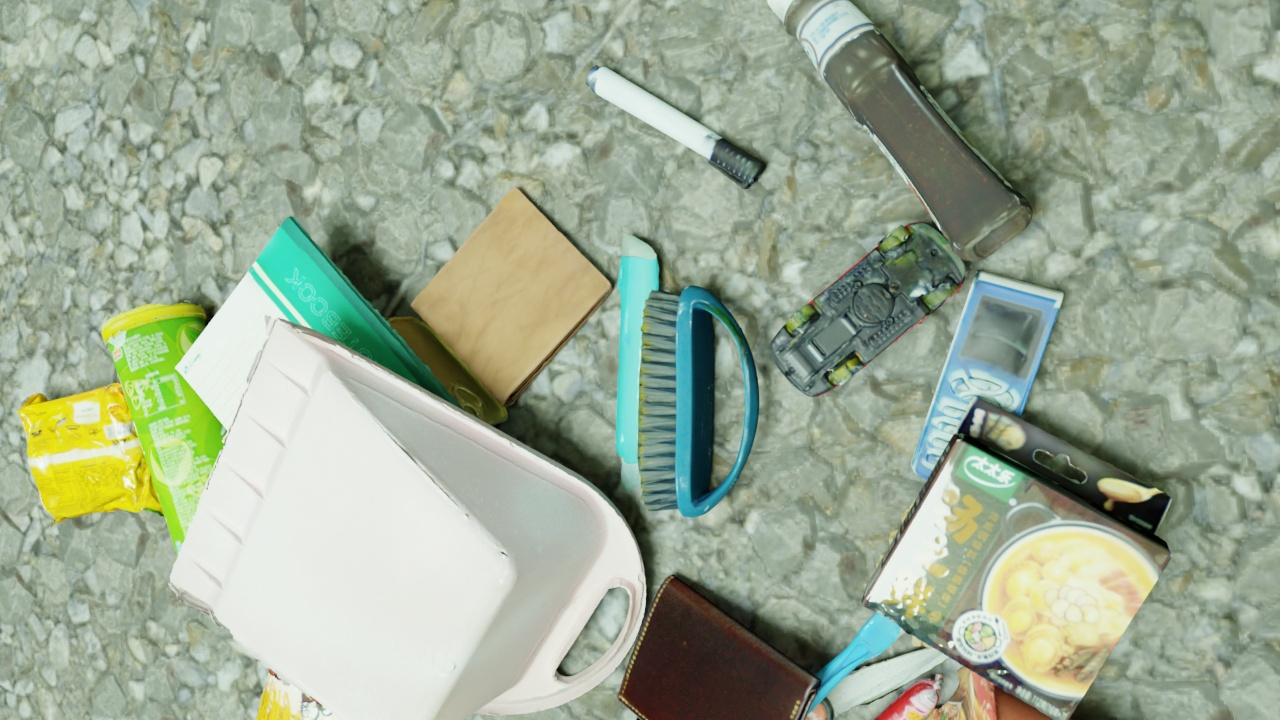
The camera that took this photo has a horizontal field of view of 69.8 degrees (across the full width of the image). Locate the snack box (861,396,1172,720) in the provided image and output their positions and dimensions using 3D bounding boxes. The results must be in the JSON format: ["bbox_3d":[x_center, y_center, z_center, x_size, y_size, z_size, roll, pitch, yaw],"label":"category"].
[{"bbox_3d":[0.197,0.100,0.480,0.113,0.053,0.126,29,99,15],"label":"snack box"}]

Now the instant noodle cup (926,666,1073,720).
[{"bbox_3d":[0.210,0.249,0.485,0.108,0.137,0.138,19,99,8],"label":"instant noodle cup"}]

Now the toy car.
[{"bbox_3d":[0.131,-0.030,0.535,0.121,0.045,0.053,-39,83,10],"label":"toy car"}]

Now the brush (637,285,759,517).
[{"bbox_3d":[0.037,0.026,0.565,0.074,0.055,0.144,1,94,19],"label":"brush"}]

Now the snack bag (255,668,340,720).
[{"bbox_3d":[-0.211,0.207,0.666,0.129,0.073,0.208,20,92,17],"label":"snack bag"}]

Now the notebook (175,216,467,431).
[{"bbox_3d":[-0.211,0.029,0.616,0.209,0.012,0.151,47,109,10],"label":"notebook"}]

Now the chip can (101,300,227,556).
[{"bbox_3d":[-0.330,0.070,0.684,0.073,0.072,0.221,-21,87,19],"label":"chip can"}]

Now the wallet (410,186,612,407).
[{"bbox_3d":[-0.088,-0.043,0.623,0.115,0.020,0.101,-46,78,12],"label":"wallet"}]

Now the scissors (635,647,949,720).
[{"bbox_3d":[0.088,0.213,0.578,0.125,0.021,0.235,43,105,12],"label":"scissors"}]

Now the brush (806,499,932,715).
[{"bbox_3d":[0.126,0.179,0.545,0.083,0.045,0.255,45,104,13],"label":"brush"}]

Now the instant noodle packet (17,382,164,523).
[{"bbox_3d":[-0.433,0.074,0.734,0.129,0.044,0.111,-7,98,23],"label":"instant noodle packet"}]

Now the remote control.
[{"bbox_3d":[0.197,0.014,0.526,0.049,0.024,0.125,19,101,17],"label":"remote control"}]

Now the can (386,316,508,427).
[{"bbox_3d":[-0.156,0.034,0.631,0.102,0.057,0.083,46,108,10],"label":"can"}]

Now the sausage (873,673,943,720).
[{"bbox_3d":[0.133,0.243,0.562,0.020,0.020,0.156,42,111,12],"label":"sausage"}]

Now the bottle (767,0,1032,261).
[{"bbox_3d":[0.138,-0.143,0.508,0.044,0.079,0.195,-39,73,21],"label":"bottle"}]

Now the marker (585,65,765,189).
[{"bbox_3d":[0.020,-0.148,0.579,0.131,0.018,0.023,33,113,13],"label":"marker"}]

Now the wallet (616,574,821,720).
[{"bbox_3d":[0.043,0.204,0.566,0.122,0.020,0.096,28,101,41],"label":"wallet"}]

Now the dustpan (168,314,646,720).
[{"bbox_3d":[-0.142,0.127,0.597,0.273,0.138,0.223,39,112,16],"label":"dustpan"}]

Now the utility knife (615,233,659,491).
[{"bbox_3d":[-0.004,0.004,0.600,0.029,0.013,0.171,6,99,21],"label":"utility knife"}]
